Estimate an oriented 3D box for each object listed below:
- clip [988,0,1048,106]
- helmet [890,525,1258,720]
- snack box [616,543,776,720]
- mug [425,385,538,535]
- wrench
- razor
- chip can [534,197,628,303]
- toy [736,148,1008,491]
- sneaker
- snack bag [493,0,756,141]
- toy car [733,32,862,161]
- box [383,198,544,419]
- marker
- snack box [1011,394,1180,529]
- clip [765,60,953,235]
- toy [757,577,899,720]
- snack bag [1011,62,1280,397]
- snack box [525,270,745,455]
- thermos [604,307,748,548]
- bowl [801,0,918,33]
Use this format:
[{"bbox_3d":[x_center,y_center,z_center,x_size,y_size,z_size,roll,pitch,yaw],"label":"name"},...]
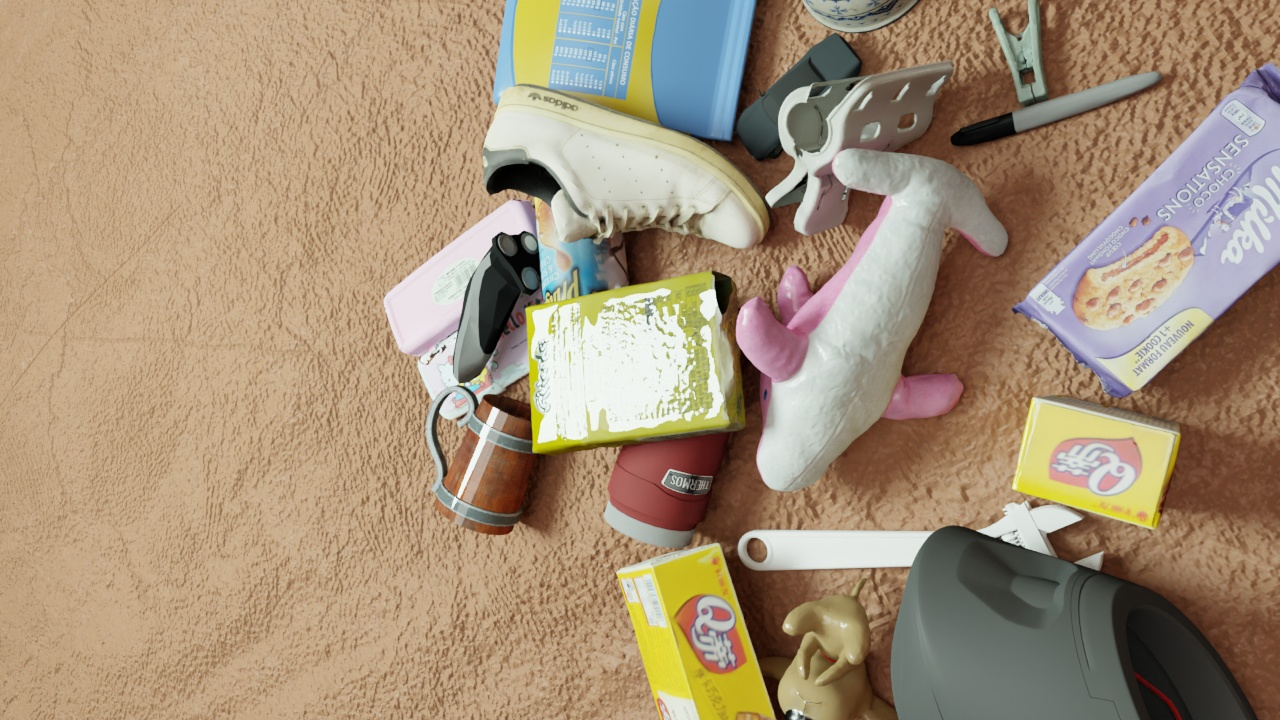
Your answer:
[{"bbox_3d":[0.271,-0.219,0.652,0.035,0.023,0.074,-13,85,28],"label":"clip"},{"bbox_3d":[0.255,0.222,0.576,0.170,0.163,0.264,-35,90,43],"label":"helmet"},{"bbox_3d":[0.053,0.267,0.725,0.110,0.061,0.230,135,119,-68],"label":"snack box"},{"bbox_3d":[-0.152,0.088,0.861,0.117,0.081,0.111,24,98,10],"label":"mug"},{"bbox_3d":[0.199,0.143,0.696,0.274,0.018,0.066,-8,86,31],"label":"wrench"},{"bbox_3d":[-0.138,-0.045,0.836,0.060,0.057,0.157,46,121,19],"label":"razor"},{"bbox_3d":[-0.049,-0.075,0.807,0.080,0.079,0.229,-9,83,30],"label":"chip can"},{"bbox_3d":[0.147,-0.030,0.684,0.266,0.186,0.127,-64,23,17],"label":"toy"},{"bbox_3d":[-0.018,-0.132,0.732,0.241,0.089,0.102,23,73,3],"label":"sneaker"},{"bbox_3d":[-0.008,-0.274,0.778,0.205,0.102,0.159,12,96,19],"label":"snack bag"},{"bbox_3d":[0.124,-0.209,0.730,0.112,0.034,0.046,-40,71,24],"label":"toy car"},{"bbox_3d":[-0.156,-0.047,0.890,0.202,0.044,0.154,-31,75,26],"label":"box"},{"bbox_3d":[0.287,-0.176,0.641,0.139,0.022,0.016,-13,78,31],"label":"marker"},{"bbox_3d":[0.293,0.061,0.588,0.084,0.105,0.061,15,97,30],"label":"snack box"},{"bbox_3d":[0.146,-0.167,0.677,0.091,0.125,0.152,58,140,15],"label":"clip"},{"bbox_3d":[0.142,0.228,0.683,0.134,0.105,0.108,19,121,29],"label":"toy"},{"bbox_3d":[0.350,-0.077,0.585,0.206,0.058,0.096,-48,70,19],"label":"snack bag"},{"bbox_3d":[-0.004,0.004,0.707,0.181,0.045,0.121,-10,80,30],"label":"snack box"},{"bbox_3d":[0.029,0.045,0.764,0.108,0.084,0.199,29,104,59],"label":"thermos"},{"bbox_3d":[0.163,-0.315,0.693,0.116,0.059,0.115,0,90,30],"label":"bowl"}]
